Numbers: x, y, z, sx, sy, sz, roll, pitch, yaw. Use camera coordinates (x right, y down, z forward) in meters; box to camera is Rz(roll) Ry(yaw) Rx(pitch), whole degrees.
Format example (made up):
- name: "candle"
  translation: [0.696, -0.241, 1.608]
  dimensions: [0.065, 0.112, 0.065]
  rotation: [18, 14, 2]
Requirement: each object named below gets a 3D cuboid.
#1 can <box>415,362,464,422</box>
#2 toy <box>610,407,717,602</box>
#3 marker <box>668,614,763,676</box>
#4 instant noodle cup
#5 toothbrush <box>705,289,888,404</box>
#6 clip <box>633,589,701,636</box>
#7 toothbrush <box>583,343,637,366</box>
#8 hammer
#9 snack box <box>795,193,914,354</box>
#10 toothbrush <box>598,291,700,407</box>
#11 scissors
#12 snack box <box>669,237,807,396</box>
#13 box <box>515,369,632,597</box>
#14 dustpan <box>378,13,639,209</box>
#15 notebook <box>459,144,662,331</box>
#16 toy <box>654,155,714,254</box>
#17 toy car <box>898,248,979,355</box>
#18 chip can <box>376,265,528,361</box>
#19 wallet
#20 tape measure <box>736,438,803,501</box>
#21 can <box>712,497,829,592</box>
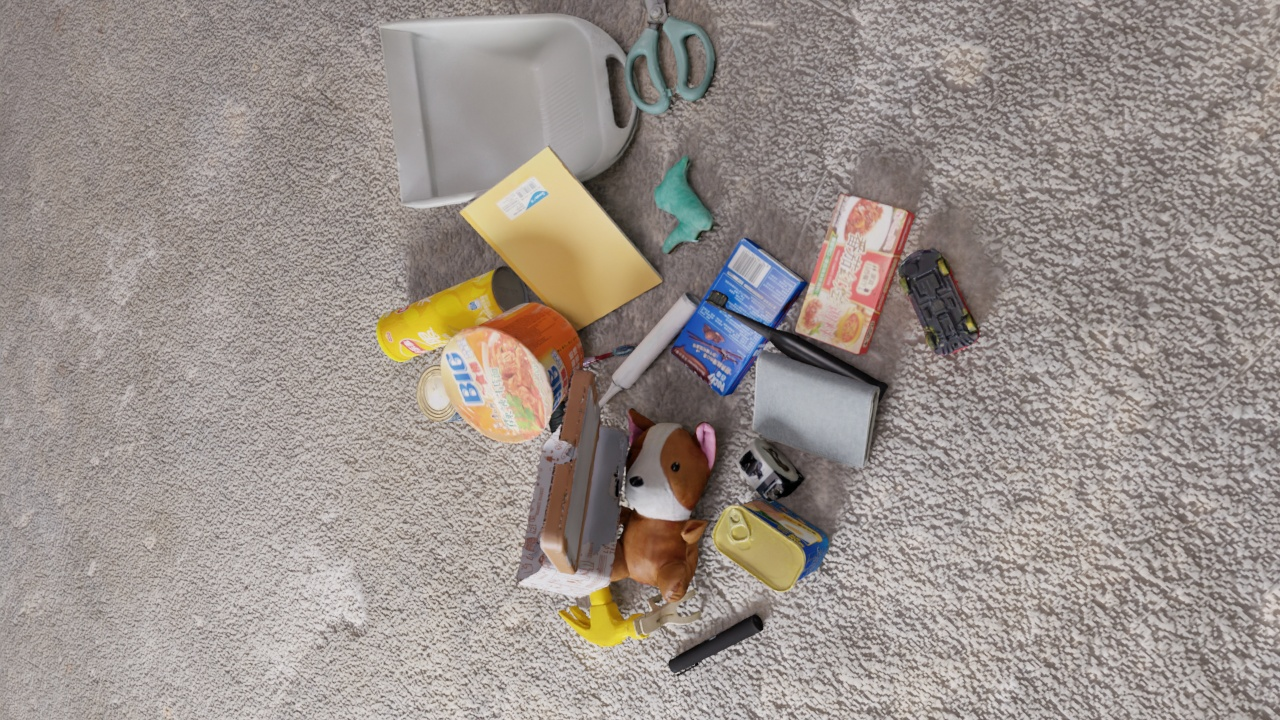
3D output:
- name: "can"
  translation: [-0.222, 0.039, 1.170]
  dimensions: [0.075, 0.111, 0.075]
  rotation: [1, 92, 31]
- name: "toy"
  translation: [0.018, 0.158, 1.029]
  dimensions: [0.140, 0.130, 0.199]
  rotation: [12, 88, 28]
- name: "marker"
  translation: [0.085, 0.326, 1.046]
  dimensions: [0.132, 0.020, 0.022]
  rotation: [-37, 62, 27]
- name: "instant noodle cup"
  translation: [-0.144, 0.007, 1.092]
  dimensions: [0.151, 0.111, 0.151]
  rotation: [12, 121, 21]
- name: "toothbrush"
  translation: [0.160, -0.017, 0.965]
  dimensions: [0.213, 0.026, 0.027]
  rotation: [32, 108, 16]
- name: "clip"
  translation: [0.035, 0.286, 1.041]
  dimensions: [0.096, 0.101, 0.035]
  rotation: [-13, 82, 4]
- name: "toothbrush"
  translation: [-0.084, 0.005, 1.140]
  dimensions: [0.188, 0.017, 0.016]
  rotation: [-14, 83, 30]
- name: "hammer"
  translation: [-0.070, 0.198, 1.122]
  dimensions: [0.129, 0.032, 0.300]
  rotation: [-22, 78, 40]
- name: "snack box"
  translation: [0.220, -0.089, 0.947]
  dimensions: [0.075, 0.025, 0.153]
  rotation: [23, 103, 29]
- name: "toothbrush"
  translation: [-0.006, 0.006, 1.087]
  dimensions: [0.026, 0.026, 0.221]
  rotation: [32, 115, -21]
- name: "scissors"
  translation: [0.008, -0.364, 1.065]
  dimensions: [0.129, 0.019, 0.185]
  rotation: [-34, 74, 18]
- name: "snack box"
  translation: [0.106, -0.047, 1.017]
  dimensions: [0.084, 0.026, 0.157]
  rotation: [41, 111, 23]
- name: "box"
  translation: [-0.066, 0.138, 0.954]
  dimensions: [0.262, 0.102, 0.178]
  rotation: [129, 152, -62]
- name: "dustpan"
  translation: [-0.143, -0.302, 1.067]
  dimensions: [0.143, 0.257, 0.222]
  rotation: [-13, 84, 55]
- name: "notebook"
  translation: [-0.091, -0.133, 1.069]
  dimensions: [0.146, 0.010, 0.206]
  rotation: [-29, 117, 29]
- name: "toy"
  translation: [0.046, -0.171, 1.049]
  dimensions: [0.097, 0.030, 0.092]
  rotation: [-48, 66, 30]
- name: "toy car"
  translation: [0.292, -0.059, 0.900]
  dimensions: [0.049, 0.031, 0.106]
  rotation: [-28, 78, 28]
- name: "chip can"
  translation: [-0.249, -0.059, 1.208]
  dimensions: [0.214, 0.072, 0.072]
  rotation: [-17, 83, 30]
- name: "wallet"
  translation: [0.181, 0.053, 0.959]
  dimensions: [0.130, 0.036, 0.107]
  rotation: [19, 126, 30]
- name: "tape measure"
  translation: [0.136, 0.117, 0.981]
  dimensions: [0.066, 0.065, 0.034]
  rotation: [47, 109, 19]
- name: "can"
  translation: [0.140, 0.191, 0.971]
  dimensions: [0.102, 0.083, 0.057]
  rotation: [32, 107, 27]
